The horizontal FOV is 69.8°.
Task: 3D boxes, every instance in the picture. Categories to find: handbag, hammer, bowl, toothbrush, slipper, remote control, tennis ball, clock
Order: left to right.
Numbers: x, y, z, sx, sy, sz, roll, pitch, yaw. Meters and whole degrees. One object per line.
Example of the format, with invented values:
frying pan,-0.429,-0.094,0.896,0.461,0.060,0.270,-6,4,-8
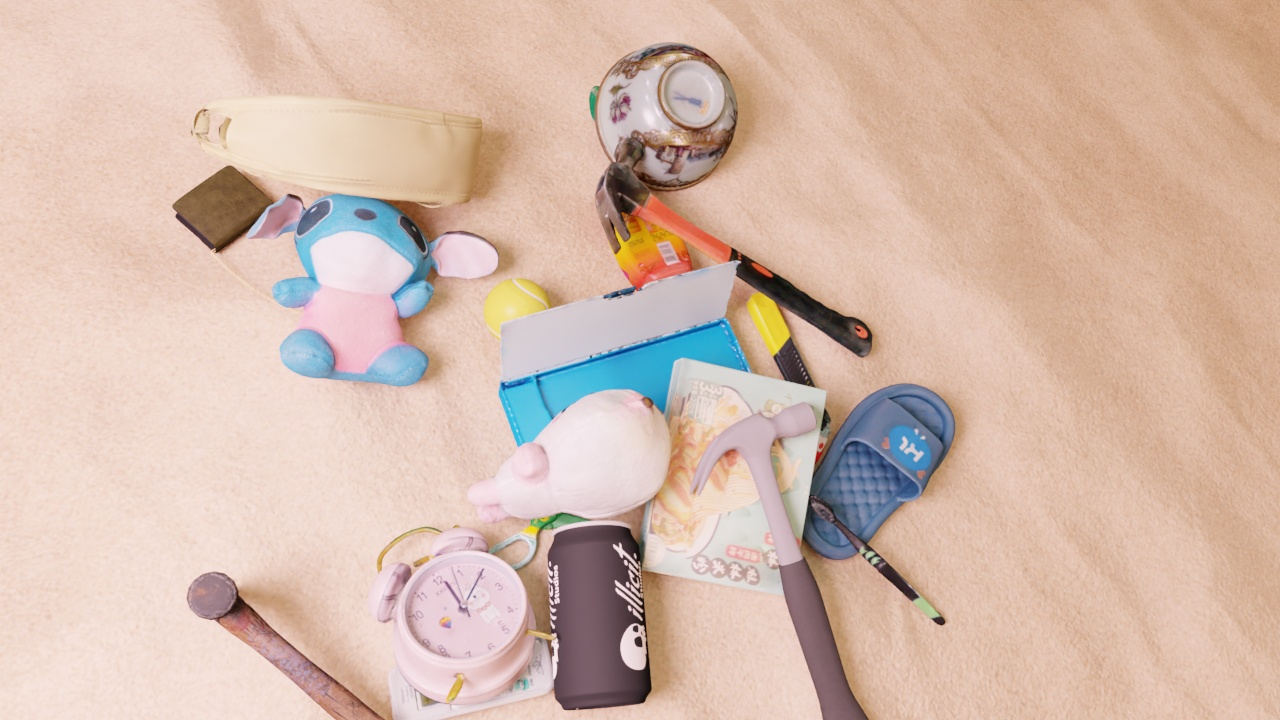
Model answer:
handbag,-0.357,-0.105,0.883,0.178,0.028,0.083,41,62,1
handbag,-0.266,-0.195,0.854,0.191,0.232,0.088,10,103,18
hammer,-0.213,0.282,0.712,0.330,0.120,0.033,42,65,-3
clock,-0.155,0.201,0.755,0.116,0.059,0.158,-28,56,-31
remote control,-0.140,0.266,0.762,0.133,0.022,0.050,-8,69,-16
tennis ball,-0.118,-0.047,0.883,0.065,0.065,0.065,5,65,-11
bowl,0.039,-0.268,0.975,0.159,0.094,0.160,1,88,-19
hammer,0.102,-0.099,0.942,0.333,0.033,0.132,29,48,-12
hammer,0.136,0.199,0.806,0.125,0.029,0.311,-17,89,-14
slipper,0.232,0.102,0.896,0.104,0.059,0.213,47,69,1
toothbrush,0.222,0.190,0.857,0.188,0.017,0.014,43,102,-10

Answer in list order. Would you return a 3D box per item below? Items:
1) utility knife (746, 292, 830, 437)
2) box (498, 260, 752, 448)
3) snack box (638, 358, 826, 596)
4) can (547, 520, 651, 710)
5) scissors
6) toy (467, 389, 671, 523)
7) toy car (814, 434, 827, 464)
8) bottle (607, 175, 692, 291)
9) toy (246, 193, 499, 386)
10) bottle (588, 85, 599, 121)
utility knife,0.156,0.006,0.948,0.028,0.020,0.174,-17,70,-18
box,-0.005,0.004,0.859,0.243,0.114,0.114,-16,71,-19
snack box,0.083,0.107,0.842,0.141,0.044,0.193,13,82,-10
can,-0.036,0.215,0.775,0.080,0.080,0.145,0,67,-13
scissors,-0.088,0.151,0.832,0.131,0.012,0.112,14,66,-8
toy,-0.058,0.092,0.783,0.179,0.139,0.101,-20,66,-4
toy car,0.146,0.106,0.898,0.038,0.025,0.089,35,64,4
bottle,0.001,-0.133,0.958,0.071,0.049,0.134,-19,72,-22
toy,-0.247,-0.066,0.850,0.223,0.099,0.191,7,68,-27
bottle,-0.001,-0.292,1.034,0.109,0.043,0.042,-11,69,-18
